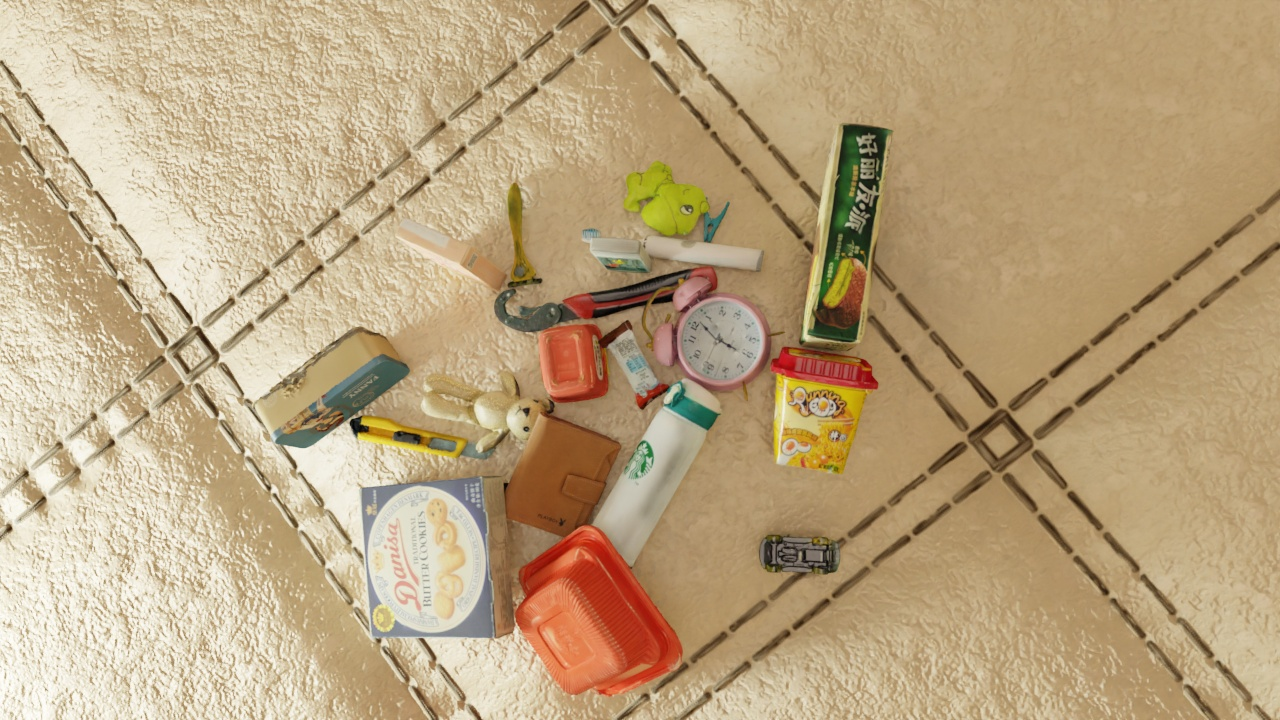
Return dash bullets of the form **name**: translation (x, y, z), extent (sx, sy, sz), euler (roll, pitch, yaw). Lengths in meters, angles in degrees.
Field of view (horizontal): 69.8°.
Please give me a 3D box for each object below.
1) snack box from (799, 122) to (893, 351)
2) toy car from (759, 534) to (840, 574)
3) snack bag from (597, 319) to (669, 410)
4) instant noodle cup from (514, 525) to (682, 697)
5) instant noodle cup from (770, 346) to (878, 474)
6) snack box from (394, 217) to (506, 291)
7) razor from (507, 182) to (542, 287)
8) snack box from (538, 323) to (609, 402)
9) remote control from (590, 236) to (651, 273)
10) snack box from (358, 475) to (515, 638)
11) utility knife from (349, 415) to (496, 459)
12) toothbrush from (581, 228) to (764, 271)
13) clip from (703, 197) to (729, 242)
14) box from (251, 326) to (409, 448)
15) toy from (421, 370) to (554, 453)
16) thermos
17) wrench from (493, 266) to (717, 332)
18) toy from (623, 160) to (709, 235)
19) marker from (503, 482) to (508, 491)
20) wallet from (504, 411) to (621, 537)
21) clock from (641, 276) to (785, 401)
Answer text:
- **snack box**: translation (0.229, -0.134, 1.035), extent (0.063, 0.114, 0.240), euler (8, 86, 6)
- **toy car**: translation (0.182, 0.222, 1.052), extent (0.091, 0.036, 0.043), euler (2, 87, 6)
- **snack bag**: translation (-0.006, 0.006, 1.082), extent (0.048, 0.026, 0.104), euler (-35, 104, -5)
- **instant noodle cup**: translation (-0.060, 0.295, 1.023), extent (0.189, 0.078, 0.165), euler (53, 128, 5)
- **instant noodle cup**: translation (0.198, 0.055, 1.032), extent (0.116, 0.116, 0.124), euler (9, 98, 7)
- **snack box**: translation (-0.216, -0.120, 1.064), extent (0.084, 0.157, 0.026), euler (24, 86, 9)
- **razor**: translation (-0.150, -0.156, 1.127), extent (0.043, 0.028, 0.132), euler (-7, 83, 10)
- **snack box**: translation (-0.083, 0.002, 1.078), extent (0.082, 0.080, 0.091), euler (-9, 85, 6)
- **remote control**: translation (-0.021, -0.119, 1.052), extent (0.056, 0.135, 0.019), euler (5, 87, 6)
- **snack box**: translation (-0.240, 0.231, 1.072), extent (0.183, 0.045, 0.178), euler (-8, 84, 24)
- **utility knife**: translation (-0.269, 0.095, 1.125), extent (0.190, 0.015, 0.033), euler (10, 89, 7)
- **toothbrush**: translation (0.037, -0.134, 1.102), extent (0.221, 0.026, 0.026), euler (9, 125, 8)
- **clip**: translation (0.086, -0.169, 1.105), extent (0.034, 0.013, 0.055), euler (11, 87, 8)
- **box**: translation (-0.366, 0.029, 1.105), extent (0.184, 0.090, 0.063), euler (-35, 76, 4)
- **toy**: translation (-0.184, 0.055, 1.093), extent (0.157, 0.066, 0.105), euler (15, 70, 0)
- **thermos**: translation (0.015, 0.127, 1.062), extent (0.073, 0.073, 0.224), euler (30, 89, 8)
- **wrench**: translation (-0.043, -0.075, 1.109), extent (0.273, 0.016, 0.056), euler (-8, 101, 5)
- **toy**: translation (0.029, -0.191, 1.105), extent (0.097, 0.031, 0.100), euler (-23, 81, 11)
- **marker**: translation (-0.200, 0.156, 1.114), extent (0.124, 0.015, 0.018), euler (0, 87, 4)
- **wallet**: translation (-0.094, 0.138, 1.075), extent (0.107, 0.031, 0.132), euler (23, 98, -15)
- **clock**: translation (0.078, -0.031, 1.069), extent (0.158, 0.060, 0.117), euler (28, 93, 7)
